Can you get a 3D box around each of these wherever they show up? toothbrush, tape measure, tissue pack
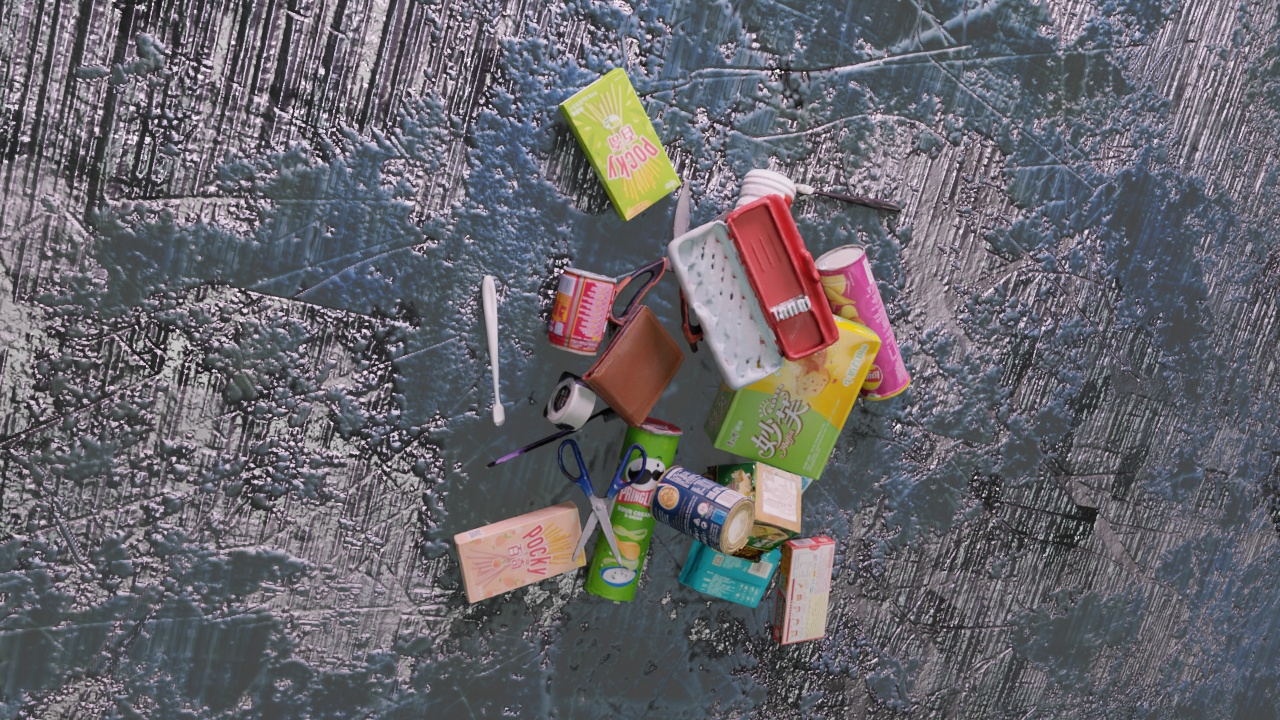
[{"bbox_3d":[-0.103,0.096,1.144,0.188,0.014,0.017,-23,115,-17],"label":"toothbrush"},{"bbox_3d":[0.283,-0.217,1.233,0.180,0.018,0.015,5,98,-26],"label":"toothbrush"},{"bbox_3d":[-0.084,0.052,1.110,0.033,0.066,0.066,25,92,-28],"label":"tape measure"},{"bbox_3d":[-0.175,-0.011,1.085,0.016,0.016,0.180,-8,104,-24],"label":"toothbrush"},{"bbox_3d":[0.122,0.283,1.271,0.133,0.050,0.093,23,94,-27],"label":"tissue pack"}]

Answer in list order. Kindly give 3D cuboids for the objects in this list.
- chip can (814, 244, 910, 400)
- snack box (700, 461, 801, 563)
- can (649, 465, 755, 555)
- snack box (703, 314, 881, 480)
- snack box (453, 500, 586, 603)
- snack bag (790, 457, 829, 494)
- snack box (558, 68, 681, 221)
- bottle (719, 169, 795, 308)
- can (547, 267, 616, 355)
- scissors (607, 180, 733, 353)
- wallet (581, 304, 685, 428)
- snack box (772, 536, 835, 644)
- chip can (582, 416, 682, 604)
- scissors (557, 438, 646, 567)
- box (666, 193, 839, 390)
[{"bbox_3d":[0.304,-0.051,1.255,0.071,0.071,0.210,-32,113,-14],"label":"chip can"},{"bbox_3d":[0.151,0.192,1.203,0.117,0.106,0.118,21,61,-28],"label":"snack box"},{"bbox_3d":[0.077,0.184,1.128,0.075,0.111,0.075,-29,129,-43],"label":"can"},{"bbox_3d":[0.195,0.034,1.195,0.157,0.070,0.210,18,104,-13],"label":"snack box"},{"bbox_3d":[-0.149,0.239,1.152,0.157,0.026,0.084,-14,109,-20],"label":"snack box"},{"bbox_3d":[0.226,0.167,1.301,0.048,0.026,0.104,36,88,-21],"label":"snack bag"},{"bbox_3d":[-0.022,-0.253,1.082,0.085,0.026,0.156,-35,115,-11],"label":"snack box"},{"bbox_3d":[0.132,-0.136,1.143,0.068,0.068,0.197,22,85,-27],"label":"bottle"},{"bbox_3d":[-0.071,-0.058,1.088,0.066,0.066,0.094,10,98,-26],"label":"can"},{"bbox_3d":[0.040,-0.111,1.153,0.188,0.015,0.225,-12,107,-21],"label":"scissors"},{"bbox_3d":[-0.007,0.007,1.119,0.124,0.032,0.101,-55,128,-20],"label":"wallet"},{"bbox_3d":[0.241,0.339,1.352,0.077,0.027,0.156,-2,104,-24],"label":"snack box"},{"bbox_3d":[-0.011,0.191,1.177,0.072,0.072,0.236,12,99,-26],"label":"chip can"},{"bbox_3d":[-0.051,0.167,1.136,0.162,0.012,0.174,-42,79,10],"label":"scissors"},{"bbox_3d":[0.135,-0.081,1.099,0.158,0.039,0.201,-25,103,1],"label":"box"}]
